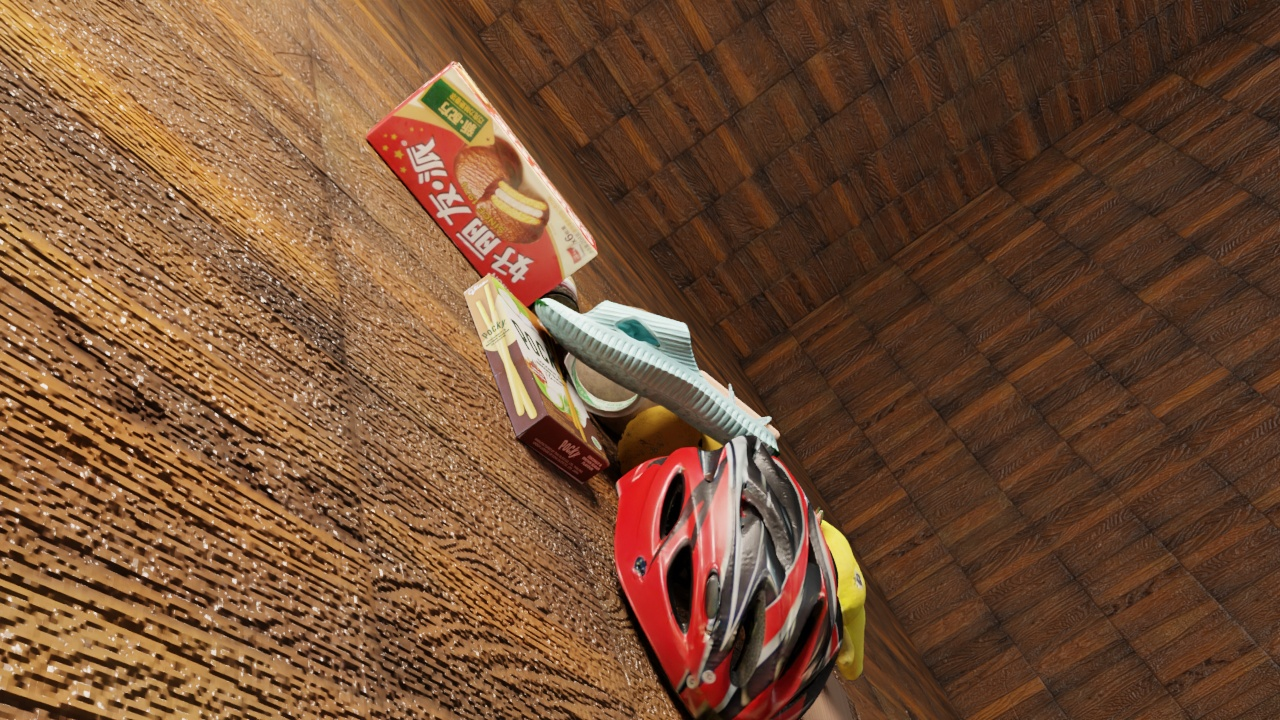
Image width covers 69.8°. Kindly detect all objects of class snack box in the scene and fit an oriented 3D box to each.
[{"bbox_3d":[-0.158,-0.173,0.942,0.236,0.113,0.060,52,10,-21],"label":"snack box"},{"bbox_3d":[-0.095,0.014,0.826,0.101,0.032,0.186,46,12,-48],"label":"snack box"}]

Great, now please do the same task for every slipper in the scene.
[{"bbox_3d":[0.023,0.007,0.880,0.276,0.069,0.116,32,-14,-4],"label":"slipper"}]

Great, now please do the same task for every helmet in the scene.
[{"bbox_3d":[0.077,0.184,0.770,0.217,0.167,0.271,46,24,-32],"label":"helmet"}]

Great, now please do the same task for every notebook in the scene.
[{"bbox_3d":[0.203,0.388,1.005,0.169,0.022,0.210,54,11,-13],"label":"notebook"}]

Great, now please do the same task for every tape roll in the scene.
[{"bbox_3d":[-0.034,0.015,0.956,0.094,0.094,0.018,53,28,-14],"label":"tape roll"}]

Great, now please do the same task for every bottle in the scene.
[{"bbox_3d":[-0.098,-0.063,1.037,0.056,0.056,0.105,51,9,-22],"label":"bottle"}]

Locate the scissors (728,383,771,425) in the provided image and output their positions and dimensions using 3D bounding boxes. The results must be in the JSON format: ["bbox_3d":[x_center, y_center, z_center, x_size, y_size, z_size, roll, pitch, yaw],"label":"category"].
[{"bbox_3d":[0.127,0.110,1.211,0.170,0.013,0.175,-12,69,-44],"label":"scissors"}]

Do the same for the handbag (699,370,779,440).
[{"bbox_3d":[0.071,0.123,1.258,0.199,0.117,0.186,40,47,-3],"label":"handbag"}]

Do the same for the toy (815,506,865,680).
[{"bbox_3d":[0.207,0.260,1.020,0.208,0.092,0.133,62,12,-19],"label":"toy"}]

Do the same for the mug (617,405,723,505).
[{"bbox_3d":[0.038,0.093,0.976,0.094,0.101,0.123,36,62,-60],"label":"mug"}]

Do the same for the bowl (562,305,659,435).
[{"bbox_3d":[-0.006,0.006,1.050,0.162,0.070,0.162,35,34,-28],"label":"bowl"}]
